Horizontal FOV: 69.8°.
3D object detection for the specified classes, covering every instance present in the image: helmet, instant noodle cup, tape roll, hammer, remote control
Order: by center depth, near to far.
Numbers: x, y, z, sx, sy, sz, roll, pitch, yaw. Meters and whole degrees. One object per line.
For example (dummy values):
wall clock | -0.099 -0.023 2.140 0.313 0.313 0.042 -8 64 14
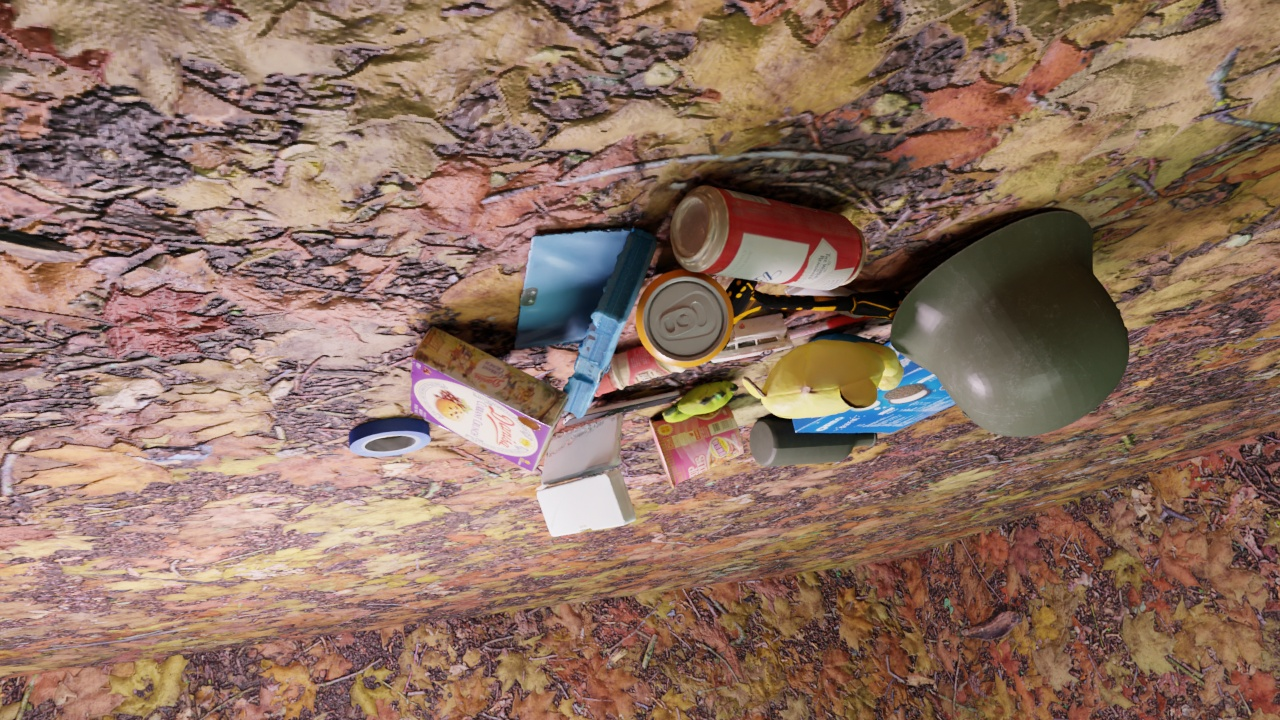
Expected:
hammer | 0.215 -0.059 0.926 0.320 0.036 0.124 -1 137 -31
helmet | 0.397 -0.008 0.935 0.227 0.153 0.267 -31 151 13
remote control | 0.201 -0.064 0.955 0.130 0.012 0.033 12 150 -44
tape roll | -0.300 0.093 1.098 0.091 0.016 0.093 11 150 -44
remote control | -0.023 0.059 1.136 0.146 0.008 0.045 -11 169 -19
instant noodle cup | 0.078 0.111 1.244 0.108 0.097 0.098 -18 159 -3

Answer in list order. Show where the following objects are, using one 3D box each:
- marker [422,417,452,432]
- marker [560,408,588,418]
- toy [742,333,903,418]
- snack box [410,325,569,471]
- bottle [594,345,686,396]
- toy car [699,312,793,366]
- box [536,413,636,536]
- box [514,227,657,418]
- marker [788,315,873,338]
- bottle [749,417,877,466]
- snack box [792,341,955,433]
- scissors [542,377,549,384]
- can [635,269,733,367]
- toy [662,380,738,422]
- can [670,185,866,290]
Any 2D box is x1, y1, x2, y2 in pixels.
marker | -0.226 0.084 1.124 0.011 0.011 0.152 -16 159 13
marker | -0.128 0.074 1.139 0.141 0.016 0.016 -19 158 22
toy | 0.203 0.015 1.001 0.149 0.084 0.213 -16 178 27
snack box | -0.153 0.042 0.909 0.148 0.040 0.144 27 153 -1
bottle | -0.006 0.006 0.990 0.109 0.044 0.044 -16 159 11
toy car | 0.104 -0.024 0.981 0.113 0.039 0.039 -9 139 -4
box | -0.074 0.149 1.148 0.049 0.136 0.198 3 166 -33
box | -0.065 -0.039 0.828 0.102 0.094 0.232 21 155 -3
marker | 0.197 -0.037 1.026 0.142 0.012 0.013 -15 159 11
bottle | 0.267 0.119 1.381 0.206 0.071 0.072 0 157 -27
snack box | 0.347 0.036 1.229 0.195 0.056 0.240 3 156 -33
scissors | -0.136 0.056 1.074 0.128 0.019 0.153 -28 150 27
can | 0.036 -0.037 0.782 0.079 0.079 0.142 -12 -176 2
toy | 0.073 0.052 1.156 0.094 0.036 0.094 -21 174 -19
can | 0.106 -0.097 0.747 0.170 0.067 0.068 4 155 -35
